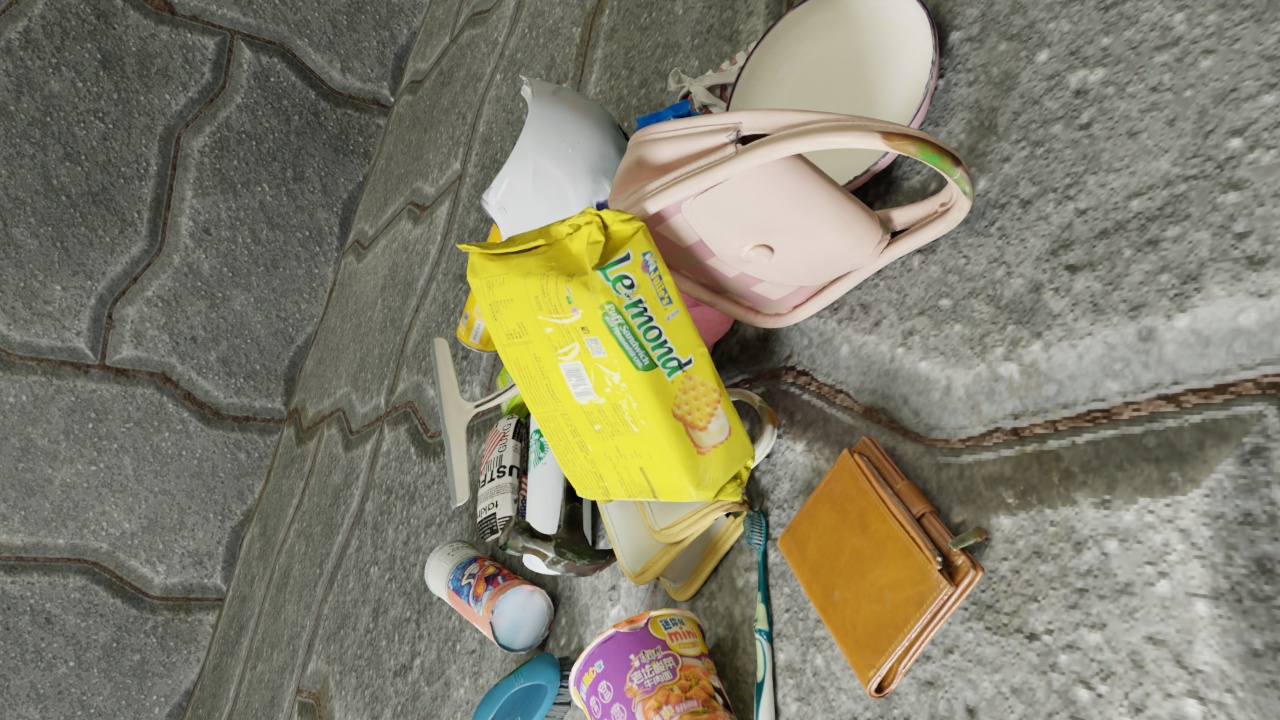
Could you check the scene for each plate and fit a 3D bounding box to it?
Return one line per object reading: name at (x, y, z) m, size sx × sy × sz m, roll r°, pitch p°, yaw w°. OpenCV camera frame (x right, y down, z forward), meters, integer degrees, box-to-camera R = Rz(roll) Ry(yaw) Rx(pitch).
plate at (0.154, -0.210, 0.740) m, size 0.193 × 0.039 × 0.192 m, roll -18°, pitch 63°, yaw 38°

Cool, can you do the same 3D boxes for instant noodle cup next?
instant noodle cup at (0.016, 0.249, 0.641) m, size 0.112 × 0.111 × 0.099 m, roll -57°, pitch 38°, yaw 21°

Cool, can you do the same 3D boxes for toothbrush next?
toothbrush at (0.083, 0.194, 0.646) m, size 0.016 × 0.018 × 0.191 m, roll -36°, pitch 42°, yaw 46°

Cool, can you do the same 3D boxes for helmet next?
helmet at (-0.076, -0.179, 1.029) m, size 0.259 × 0.146 × 0.228 m, roll 94°, pitch -174°, yaw -57°

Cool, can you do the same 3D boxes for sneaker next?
sneaker at (0.083, -0.246, 0.871) m, size 0.242 × 0.087 × 0.118 m, roll -43°, pitch 37°, yaw 41°

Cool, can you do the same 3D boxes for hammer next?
hammer at (-0.061, 0.069, 0.897) m, size 0.032 × 0.126 × 0.322 m, roll -50°, pitch 26°, yaw 35°

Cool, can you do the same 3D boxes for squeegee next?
squeegee at (-0.138, 0.016, 1.083) m, size 0.247 × 0.039 × 0.246 m, roll -32°, pitch 52°, yaw 21°

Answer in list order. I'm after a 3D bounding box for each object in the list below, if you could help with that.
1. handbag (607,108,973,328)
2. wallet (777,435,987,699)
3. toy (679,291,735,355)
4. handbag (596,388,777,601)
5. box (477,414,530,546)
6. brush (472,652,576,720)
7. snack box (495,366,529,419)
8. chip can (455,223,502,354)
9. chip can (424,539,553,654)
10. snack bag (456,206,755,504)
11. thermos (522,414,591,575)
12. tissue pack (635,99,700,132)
handbag at (0.113, -0.108, 0.638) m, size 0.235 × 0.193 × 0.093 m, roll -13°, pitch 61°, yaw 46°
wallet at (0.145, 0.118, 0.571) m, size 0.119 × 0.035 × 0.130 m, roll -57°, pitch 32°, yaw 20°
toy at (0.025, -0.027, 0.831) m, size 0.178 × 0.074 × 0.194 m, roll -43°, pitch 14°, yaw -5°
handbag at (0.037, 0.085, 0.763) m, size 0.179 × 0.063 × 0.163 m, roll -53°, pitch 33°, yaw 20°
box at (-0.163, 0.135, 1.070) m, size 0.074 × 0.064 × 0.164 m, roll 118°, pitch 155°, yaw -46°
brush at (-0.115, 0.326, 0.843) m, size 0.144 × 0.073 × 0.055 m, roll -58°, pitch 35°, yaw 19°
snack box at (-0.130, -0.004, 1.144) m, size 0.157 × 0.026 × 0.085 m, roll -55°, pitch 31°, yaw 23°
chip can at (-0.186, -0.113, 1.233) m, size 0.072 × 0.072 × 0.214 m, roll -113°, pitch 41°, yaw -53°
chip can at (-0.168, 0.251, 0.991) m, size 0.215 × 0.071 × 0.071 m, roll 5°, pitch 76°, yaw 60°
snack bag at (-0.027, 0.008, 0.672) m, size 0.158 × 0.246 × 0.068 m, roll -7°, pitch 29°, yaw 43°
thermos at (-0.085, 0.102, 0.943) m, size 0.073 × 0.073 × 0.223 m, roll -42°, pitch 38°, yaw 40°
tissue pack at (0.047, -0.160, 0.849) m, size 0.095 × 0.052 × 0.157 m, roll -3°, pitch 111°, yaw 60°
